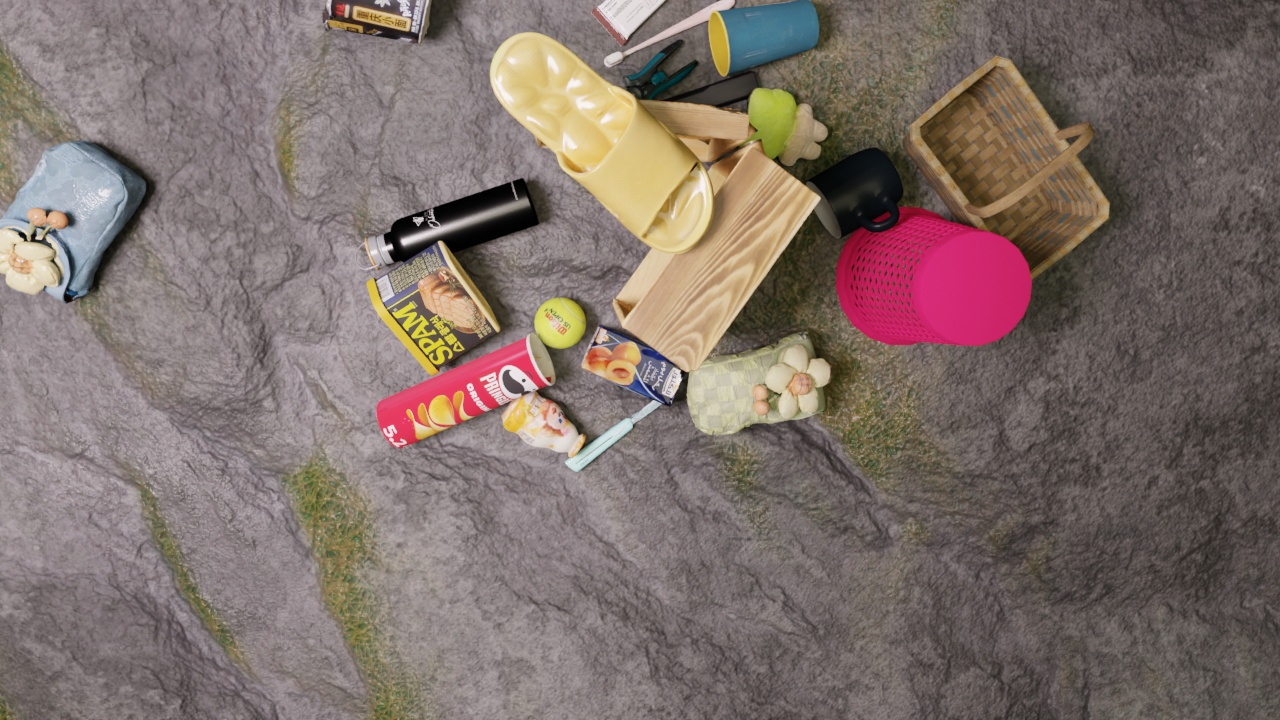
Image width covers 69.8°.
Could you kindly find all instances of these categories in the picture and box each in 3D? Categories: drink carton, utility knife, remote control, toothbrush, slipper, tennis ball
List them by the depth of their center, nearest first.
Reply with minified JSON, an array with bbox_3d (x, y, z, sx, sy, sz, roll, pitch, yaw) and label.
[{"bbox_3d":[-0.031,-0.209,0.869,0.263,0.078,0.099,40,92,-8],"label":"slipper"},{"bbox_3d":[0.037,-0.411,1.148,0.181,0.018,0.016,-26,100,0],"label":"toothbrush"},{"bbox_3d":[0.083,-0.332,1.163,0.136,0.015,0.032,-18,100,-1],"label":"remote control"},{"bbox_3d":[-0.102,-0.048,1.171,0.065,0.065,0.065,-1,99,-4],"label":"tennis ball"},{"bbox_3d":[-0.007,0.007,1.196,0.130,0.040,0.064,24,90,-6],"label":"drink carton"},{"bbox_3d":[-0.024,0.090,1.227,0.179,0.016,0.022,-37,99,-1],"label":"utility knife"}]

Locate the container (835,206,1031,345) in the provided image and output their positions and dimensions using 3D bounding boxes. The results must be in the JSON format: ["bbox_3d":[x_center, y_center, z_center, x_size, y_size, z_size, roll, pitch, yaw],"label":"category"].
[{"bbox_3d":[0.359,-0.095,1.112,0.183,0.225,0.183,-1,99,-4],"label":"container"}]

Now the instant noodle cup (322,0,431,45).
[{"bbox_3d":[-0.298,-0.437,1.069,0.112,0.137,0.137,13,98,-14],"label":"instant noodle cup"}]

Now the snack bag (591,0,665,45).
[{"bbox_3d":[0.015,-0.466,1.139,0.158,0.013,0.057,-44,97,3],"label":"snack bag"}]

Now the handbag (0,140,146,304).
[{"bbox_3d":[-0.688,-0.164,1.089,0.122,0.118,0.192,38,100,-8],"label":"handbag"}]

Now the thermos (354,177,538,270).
[{"bbox_3d":[-0.246,-0.163,1.146,0.231,0.061,0.061,-19,100,-1],"label":"thermos"}]

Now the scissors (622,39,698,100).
[{"bbox_3d":[0.016,-0.342,1.137,0.140,0.019,0.128,4,84,-18],"label":"scissors"}]

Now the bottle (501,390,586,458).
[{"bbox_3d":[-0.124,0.084,1.192,0.108,0.063,0.063,33,95,-9],"label":"bottle"}]

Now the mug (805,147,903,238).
[{"bbox_3d":[0.278,-0.202,1.147,0.094,0.121,0.085,-31,139,1],"label":"mug"}]

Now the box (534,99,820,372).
[{"bbox_3d":[0.007,-0.202,1.050,0.315,0.279,0.282,37,94,-6],"label":"box"}]

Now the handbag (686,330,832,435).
[{"bbox_3d":[0.155,0.039,1.176,0.186,0.117,0.113,-16,100,-3],"label":"handbag"}]

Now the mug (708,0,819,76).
[{"bbox_3d":[0.153,-0.403,1.131,0.121,0.078,0.078,-15,100,-7],"label":"mug"}]

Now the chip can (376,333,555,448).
[{"bbox_3d":[-0.221,0.040,1.157,0.221,0.069,0.069,-23,100,11],"label":"chip can"}]

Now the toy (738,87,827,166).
[{"bbox_3d":[0.180,-0.292,1.162,0.115,0.046,0.092,17,98,-13],"label":"toy"}]

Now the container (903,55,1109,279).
[{"bbox_3d":[0.451,-0.229,1.117,0.157,0.186,0.250,-39,99,3],"label":"container"}]

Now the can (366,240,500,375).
[{"bbox_3d":[-0.252,-0.065,1.131,0.104,0.075,0.135,-32,133,-1],"label":"can"}]
